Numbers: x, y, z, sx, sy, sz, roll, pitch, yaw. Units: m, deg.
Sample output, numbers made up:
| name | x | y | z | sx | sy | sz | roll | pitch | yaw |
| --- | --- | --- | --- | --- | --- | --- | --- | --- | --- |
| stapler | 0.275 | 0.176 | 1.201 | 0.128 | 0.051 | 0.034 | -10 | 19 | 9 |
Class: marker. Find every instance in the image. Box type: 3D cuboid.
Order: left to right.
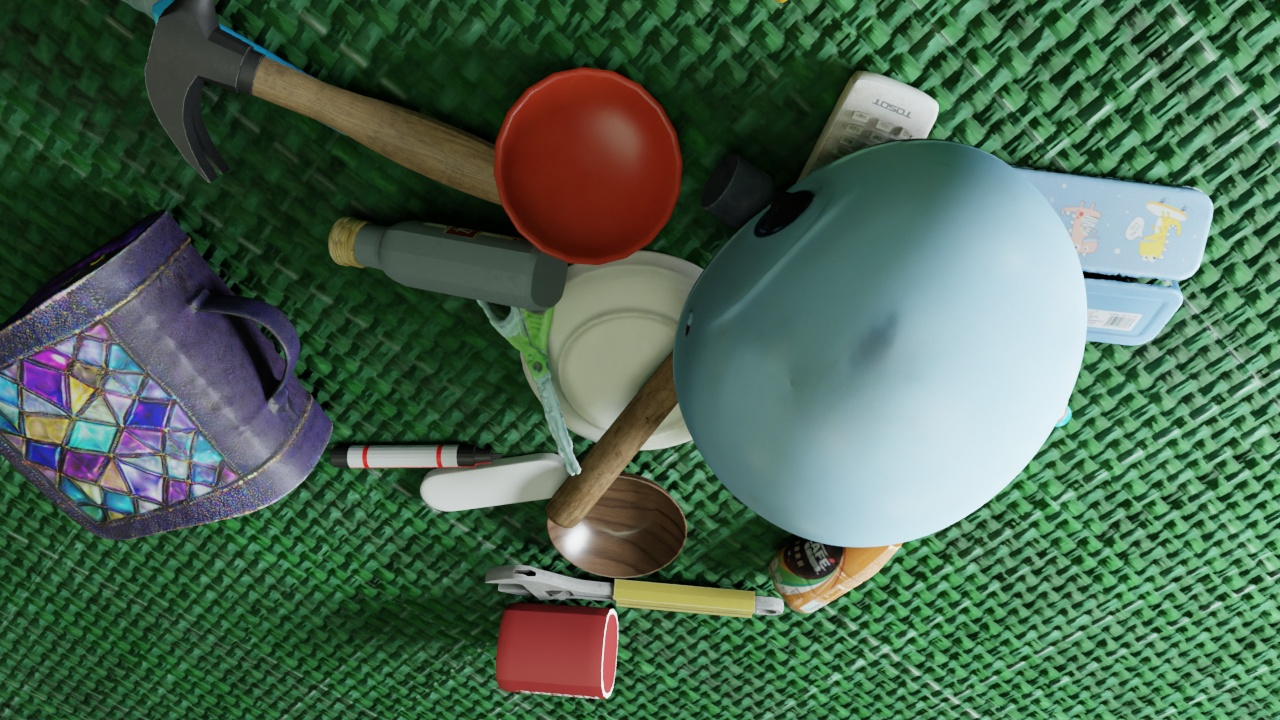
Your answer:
| name | x | y | z | sx | sy | sz | roll | pitch | yaw |
| --- | --- | --- | --- | --- | --- | --- | --- | --- | --- |
| marker | -0.188 | 0.081 | 0.777 | 0.146 | 0.019 | 0.019 | -1 | 124 | 5 |

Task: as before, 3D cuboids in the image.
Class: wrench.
| name | x | y | z | sx | sy | sz | roll | pitch | yaw |
| --- | --- | --- | --- | --- | --- | --- | --- | --- | --- |
| wrench | -0.004 | 0.213 | 0.840 | 0.273 | 0.018 | 0.084 | 5 | 152 | 0 |

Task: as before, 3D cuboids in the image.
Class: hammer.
| name | x | y | z | sx | sy | sz | roll | pitch | yaw |
| --- | --- | --- | --- | --- | --- | --- | --- | --- | --- |
| hammer | -0.158 | -0.142 | 0.603 | 0.305 | 0.040 | 0.132 | 21 | 110 | -14 |
| hammer | 0.025 | 0.014 | 0.661 | 0.129 | 0.040 | 0.323 | 28 | 118 | -20 |

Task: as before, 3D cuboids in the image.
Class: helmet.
| name | x | y | z | sx | sy | sz | roll | pitch | yaw |
| --- | --- | --- | --- | --- | --- | --- | --- | --- | --- |
| helmet | 0.153 | 0.001 | 0.546 | 0.225 | 0.166 | 0.266 | 39 | 101 | -19 |

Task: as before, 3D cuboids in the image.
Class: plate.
| name | x | y | z | sx | sy | sz | roll | pitch | yaw |
| --- | --- | --- | --- | --- | --- | --- | --- | --- | --- |
| plate | -0.004 | 0.004 | 0.701 | 0.182 | 0.034 | 0.183 | 2 | 124 | 3 |

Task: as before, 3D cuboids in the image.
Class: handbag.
| name | x | y | z | sx | sy | sz | roll | pitch | yaw |
| --- | --- | --- | --- | --- | --- | --- | --- | --- | --- |
| handbag | -0.352 | 0.014 | 0.681 | 0.222 | 0.125 | 0.205 | -19 | 121 | 15 |

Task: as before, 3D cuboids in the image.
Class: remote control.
| name | x | y | z | sx | sy | sz | roll | pitch | yaw |
| --- | --- | --- | --- | --- | --- | --- | --- | --- | --- |
| remote control | -0.125 | 0.105 | 0.792 | 0.136 | 0.013 | 0.043 | -9 | 123 | 11 |
| remote control | 0.138 | -0.121 | 0.609 | 0.060 | 0.025 | 0.139 | 19 | 124 | -8 |

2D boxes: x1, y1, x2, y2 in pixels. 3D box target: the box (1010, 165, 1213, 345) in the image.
| name | x | y | z | sx | sy | sz | roll | pitch | yaw |
| --- | --- | --- | --- | --- | --- | --- | --- | --- | --- |
| box | 0.272 | -0.069 | 0.627 | 0.209 | 0.039 | 0.127 | 6 | 125 | -1 |

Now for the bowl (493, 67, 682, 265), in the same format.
| name | x | y | z | sx | sy | sz | roll | pitch | yaw |
| --- | --- | --- | --- | --- | --- | --- | --- | --- | --- |
| bowl | -0.036 | -0.124 | 0.594 | 0.122 | 0.035 | 0.122 | -2 | 99 | -16 |

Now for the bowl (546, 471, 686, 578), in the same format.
| name | x | y | z | sx | sy | sz | roll | pitch | yaw |
| --- | --- | --- | --- | --- | --- | --- | --- | --- | --- |
| bowl | -0.019 | 0.135 | 0.792 | 0.119 | 0.032 | 0.119 | 2 | 124 | 3 |

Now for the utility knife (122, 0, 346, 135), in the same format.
| name | x | y | z | sx | sy | sz | roll | pitch | yaw |
| --- | --- | --- | --- | --- | --- | --- | --- | --- | --- |
| utility knife | -0.261 | -0.201 | 0.593 | 0.198 | 0.015 | 0.031 | 29 | 117 | -19 |

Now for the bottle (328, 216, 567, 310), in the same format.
| name | x | y | z | sx | sy | sz | roll | pitch | yaw |
| --- | --- | --- | --- | --- | --- | --- | --- | --- | --- |
| bottle | -0.137 | -0.070 | 0.634 | 0.161 | 0.072 | 0.046 | 11 | 96 | 14 |

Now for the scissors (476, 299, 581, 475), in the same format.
| name | x | y | z | sx | sy | sz | roll | pitch | yaw |
| --- | --- | --- | --- | --- | --- | --- | --- | --- | --- |
| scissors | -0.074 | 0.005 | 0.675 | 0.065 | 0.033 | 0.174 | -15 | 99 | 17 |

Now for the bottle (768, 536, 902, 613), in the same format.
| name | x | y | z | sx | sy | sz | roll | pitch | yaw |
| --- | --- | --- | --- | --- | --- | --- | --- | --- | --- |
| bottle | 0.186 | 0.151 | 0.770 | 0.059 | 0.059 | 0.167 | 39 | 119 | -20 |

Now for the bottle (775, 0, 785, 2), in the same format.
| name | x | y | z | sx | sy | sz | roll | pitch | yaw |
| --- | --- | --- | --- | --- | --- | --- | --- | --- | --- |
| bottle | 0.008 | -0.261 | 0.507 | 0.186 | 0.053 | 0.053 | 21 | 123 | -10 |

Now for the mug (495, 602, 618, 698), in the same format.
| name | x | y | z | sx | sy | sz | roll | pitch | yaw |
| --- | --- | --- | --- | --- | --- | --- | --- | --- | --- |
| mug | -0.073 | 0.273 | 0.864 | 0.096 | 0.080 | 0.116 | 1 | 160 | 8 |

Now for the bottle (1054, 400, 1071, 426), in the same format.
| name | x | y | z | sx | sy | sz | roll | pitch | yaw |
| --- | --- | --- | --- | --- | --- | --- | --- | --- | --- |
| bottle | 0.273 | 0.013 | 0.669 | 0.136 | 0.044 | 0.044 | 31 | 122 | -32 |
